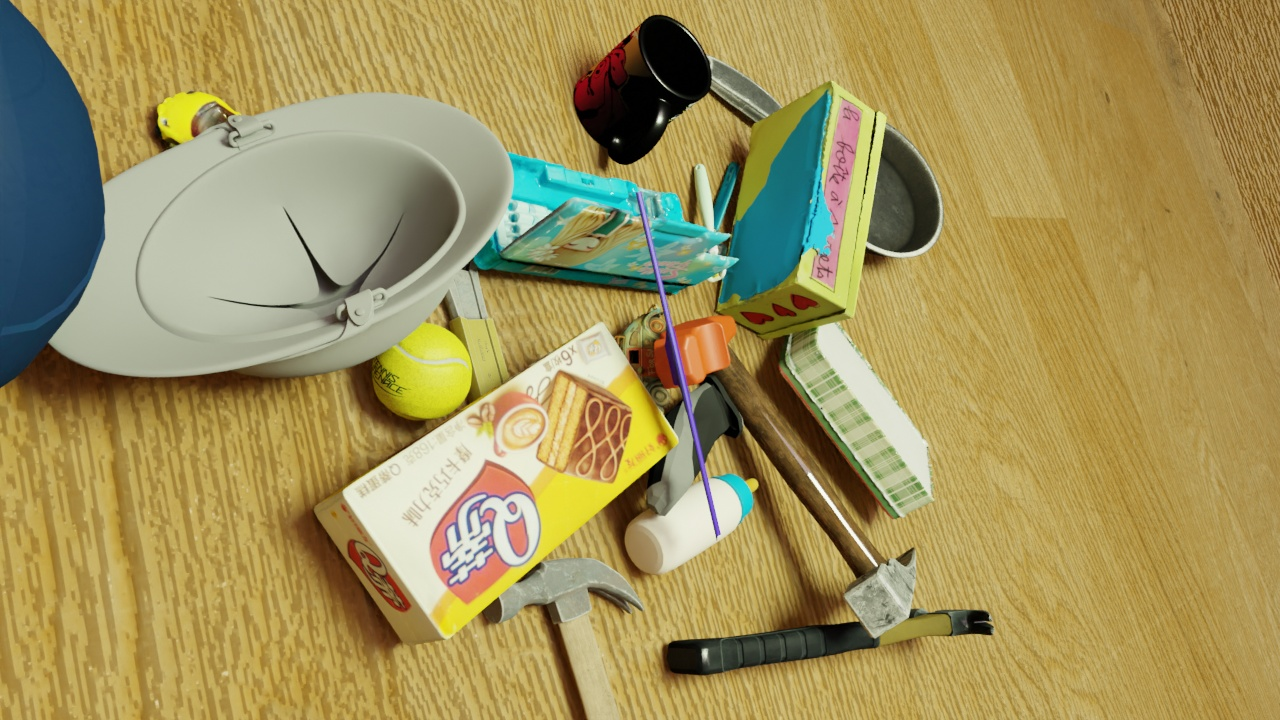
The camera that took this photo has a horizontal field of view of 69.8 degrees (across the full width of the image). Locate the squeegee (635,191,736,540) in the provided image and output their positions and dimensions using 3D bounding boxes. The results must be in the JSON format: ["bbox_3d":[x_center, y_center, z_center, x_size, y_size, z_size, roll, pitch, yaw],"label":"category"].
[{"bbox_3d":[0.043,-0.010,0.721,0.184,0.055,0.249,-32,110,-66],"label":"squeegee"}]

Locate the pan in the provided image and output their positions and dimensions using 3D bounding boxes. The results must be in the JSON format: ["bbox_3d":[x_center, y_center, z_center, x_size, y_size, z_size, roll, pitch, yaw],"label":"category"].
[{"bbox_3d":[0.195,-0.233,1.019,0.356,0.055,0.186,25,60,-16],"label":"pan"}]

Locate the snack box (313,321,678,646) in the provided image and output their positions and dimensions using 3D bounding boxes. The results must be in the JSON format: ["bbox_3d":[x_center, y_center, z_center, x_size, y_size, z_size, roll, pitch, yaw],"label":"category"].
[{"bbox_3d":[-0.086,0.076,0.618,0.229,0.062,0.110,-36,96,-39],"label":"snack box"}]

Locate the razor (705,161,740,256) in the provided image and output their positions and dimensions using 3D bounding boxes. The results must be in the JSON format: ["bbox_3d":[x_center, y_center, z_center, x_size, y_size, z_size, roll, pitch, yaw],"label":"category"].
[{"bbox_3d":[0.077,-0.149,0.906,0.042,0.022,0.143,17,51,6],"label":"razor"}]

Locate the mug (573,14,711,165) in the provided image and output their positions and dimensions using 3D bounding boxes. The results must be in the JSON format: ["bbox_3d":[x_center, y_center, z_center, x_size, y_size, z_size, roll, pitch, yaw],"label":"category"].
[{"bbox_3d":[0.000,-0.230,0.817,0.081,0.098,0.117,21,60,-33],"label":"mug"}]

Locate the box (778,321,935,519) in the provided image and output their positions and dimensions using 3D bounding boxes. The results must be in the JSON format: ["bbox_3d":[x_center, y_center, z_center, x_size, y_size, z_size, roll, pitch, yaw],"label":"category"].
[{"bbox_3d":[0.214,0.048,0.903,0.205,0.050,0.117,51,25,-15],"label":"box"}]

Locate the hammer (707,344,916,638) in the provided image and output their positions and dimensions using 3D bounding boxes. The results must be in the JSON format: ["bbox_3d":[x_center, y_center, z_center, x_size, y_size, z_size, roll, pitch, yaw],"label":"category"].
[{"bbox_3d":[0.146,0.089,0.834,0.300,0.037,0.217,55,16,11],"label":"hammer"}]

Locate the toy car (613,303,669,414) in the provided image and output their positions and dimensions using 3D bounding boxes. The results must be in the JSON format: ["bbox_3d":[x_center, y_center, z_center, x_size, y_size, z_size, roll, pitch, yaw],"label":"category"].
[{"bbox_3d":[-0.005,0.005,0.755,0.047,0.047,0.111,6,61,-15],"label":"toy car"}]

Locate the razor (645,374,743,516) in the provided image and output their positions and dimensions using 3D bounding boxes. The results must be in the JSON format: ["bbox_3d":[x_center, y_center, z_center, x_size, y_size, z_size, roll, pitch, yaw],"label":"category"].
[{"bbox_3d":[0.036,0.070,0.738,0.155,0.060,0.057,-42,142,-51],"label":"razor"}]

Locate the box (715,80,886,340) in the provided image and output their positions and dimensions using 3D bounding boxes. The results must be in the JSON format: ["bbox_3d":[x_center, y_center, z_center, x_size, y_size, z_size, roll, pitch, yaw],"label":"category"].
[{"bbox_3d":[0.153,-0.139,0.876,0.080,0.125,0.220,22,66,-29],"label":"box"}]

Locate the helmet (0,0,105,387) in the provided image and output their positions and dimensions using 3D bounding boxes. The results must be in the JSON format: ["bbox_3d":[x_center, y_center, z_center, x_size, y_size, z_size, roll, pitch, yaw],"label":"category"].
[{"bbox_3d":[-0.350,-0.092,0.383,0.223,0.232,0.272,39,33,-75],"label":"helmet"}]

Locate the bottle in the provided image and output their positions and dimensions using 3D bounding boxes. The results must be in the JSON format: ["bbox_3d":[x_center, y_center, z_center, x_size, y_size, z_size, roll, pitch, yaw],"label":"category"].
[{"bbox_3d":[0.051,0.125,0.748,0.145,0.051,0.051,-21,87,-43],"label":"bottle"}]

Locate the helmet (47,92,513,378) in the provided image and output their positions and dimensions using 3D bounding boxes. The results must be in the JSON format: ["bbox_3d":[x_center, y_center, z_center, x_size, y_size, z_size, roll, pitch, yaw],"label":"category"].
[{"bbox_3d":[-0.204,-0.051,0.564,0.270,0.118,0.183,-28,63,-21],"label":"helmet"}]

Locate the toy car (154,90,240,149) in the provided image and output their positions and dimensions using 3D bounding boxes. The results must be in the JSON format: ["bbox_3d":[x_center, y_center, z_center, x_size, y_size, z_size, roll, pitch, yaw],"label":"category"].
[{"bbox_3d":[-0.263,-0.138,0.603,0.107,0.030,0.049,30,57,-27],"label":"toy car"}]

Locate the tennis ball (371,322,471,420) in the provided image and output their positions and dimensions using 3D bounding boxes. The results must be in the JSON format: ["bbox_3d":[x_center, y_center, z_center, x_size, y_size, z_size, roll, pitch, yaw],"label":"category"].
[{"bbox_3d":[-0.147,0.008,0.617,0.065,0.066,0.065,17,63,-35],"label":"tennis ball"}]

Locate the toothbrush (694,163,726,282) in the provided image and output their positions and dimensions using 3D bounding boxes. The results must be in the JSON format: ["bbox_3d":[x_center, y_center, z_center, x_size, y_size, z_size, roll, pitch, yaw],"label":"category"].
[{"bbox_3d":[0.063,-0.134,0.866,0.015,0.022,0.154,50,27,-45],"label":"toothbrush"}]

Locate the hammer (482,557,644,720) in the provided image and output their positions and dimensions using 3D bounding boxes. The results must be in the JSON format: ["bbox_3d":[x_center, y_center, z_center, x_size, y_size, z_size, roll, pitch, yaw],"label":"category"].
[{"bbox_3d":[-0.010,0.296,0.632,0.119,0.031,0.331,-9,75,-43],"label":"hammer"}]

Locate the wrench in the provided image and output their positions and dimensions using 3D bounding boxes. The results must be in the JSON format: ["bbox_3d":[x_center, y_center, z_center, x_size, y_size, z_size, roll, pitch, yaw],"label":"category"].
[{"bbox_3d":[-0.124,-0.011,0.677,0.083,0.018,0.273,-7,78,-42],"label":"wrench"}]

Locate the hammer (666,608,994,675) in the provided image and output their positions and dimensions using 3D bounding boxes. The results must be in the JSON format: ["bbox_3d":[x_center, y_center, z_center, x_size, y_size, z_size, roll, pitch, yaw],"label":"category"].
[{"bbox_3d":[0.172,0.235,0.780,0.332,0.118,0.025,5,74,-34],"label":"hammer"}]

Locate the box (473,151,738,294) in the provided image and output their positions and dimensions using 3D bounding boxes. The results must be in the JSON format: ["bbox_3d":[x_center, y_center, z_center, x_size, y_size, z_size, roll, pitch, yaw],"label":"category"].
[{"bbox_3d":[-0.014,-0.121,0.732,0.226,0.122,0.098,3,71,-45],"label":"box"}]
